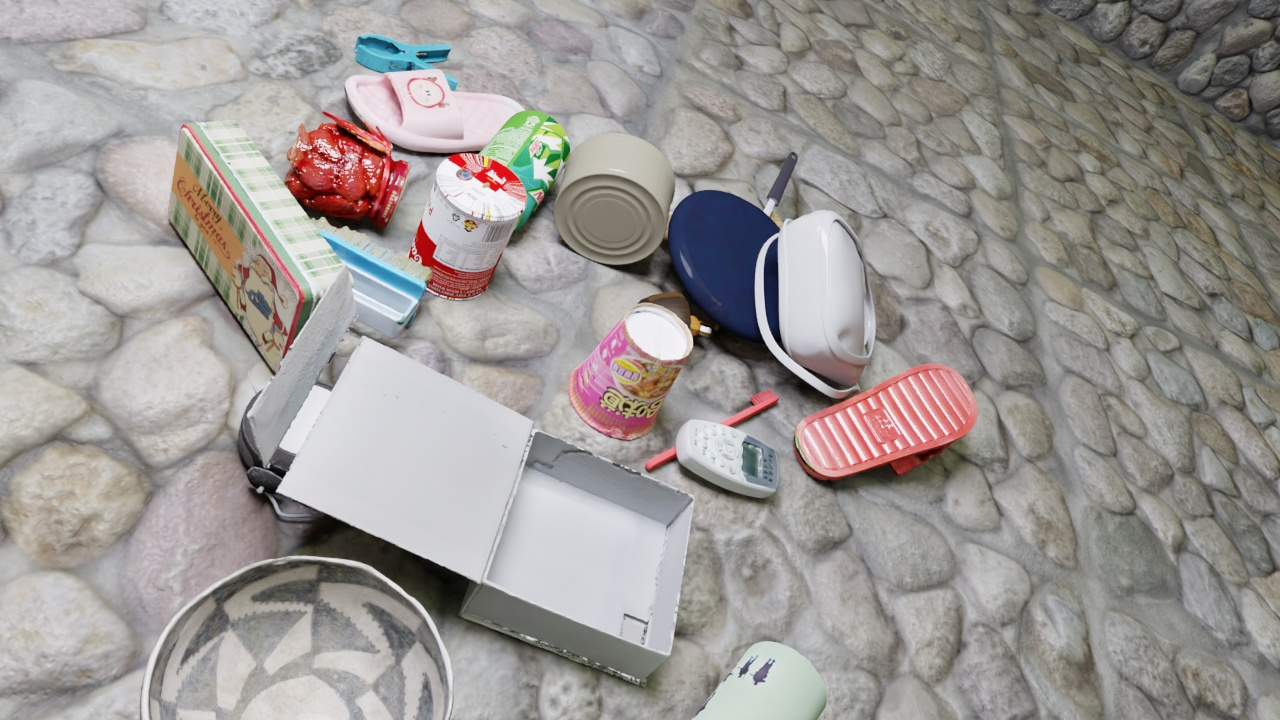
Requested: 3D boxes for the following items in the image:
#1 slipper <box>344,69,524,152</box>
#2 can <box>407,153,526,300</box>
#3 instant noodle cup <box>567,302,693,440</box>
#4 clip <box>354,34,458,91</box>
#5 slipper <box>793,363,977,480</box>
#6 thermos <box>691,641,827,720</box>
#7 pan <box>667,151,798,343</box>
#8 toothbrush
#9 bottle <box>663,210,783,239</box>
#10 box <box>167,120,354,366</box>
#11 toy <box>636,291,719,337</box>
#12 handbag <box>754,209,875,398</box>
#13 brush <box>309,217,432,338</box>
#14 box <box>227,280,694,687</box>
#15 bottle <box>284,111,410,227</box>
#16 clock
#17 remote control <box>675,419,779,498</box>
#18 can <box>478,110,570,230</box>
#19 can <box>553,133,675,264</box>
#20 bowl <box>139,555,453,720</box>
[{"bbox_3d":[-0.223,-0.284,1.046,0.221,0.056,0.106,-3,56,-35],"label":"slipper"},{"bbox_3d":[-0.170,-0.129,0.892,0.086,0.117,0.086,17,45,-18],"label":"can"},{"bbox_3d":[-0.005,0.005,0.879,0.097,0.109,0.097,17,44,-18],"label":"instant noodle cup"},{"bbox_3d":[-0.279,-0.354,1.098,0.119,0.027,0.102,7,47,-28],"label":"clip"},{"bbox_3d":[0.272,0.078,1.024,0.248,0.059,0.103,-19,64,-24],"label":"slipper"},{"bbox_3d":[0.053,0.309,0.668,0.082,0.083,0.230,44,43,11],"label":"thermos"},{"bbox_3d":[0.145,-0.162,1.101,0.198,0.021,0.355,40,46,-12],"label":"pan"},{"bbox_3d":[0.075,0.067,0.944,0.211,0.012,0.018,-22,66,-42],"label":"toothbrush"},{"bbox_3d":[0.098,-0.160,1.129,0.165,0.060,0.059,-1,53,-32],"label":"bottle"},{"bbox_3d":[-0.324,-0.094,0.769,0.050,0.118,0.205,-20,66,-47],"label":"box"},{"bbox_3d":[0.042,-0.041,0.993,0.100,0.062,0.076,12,9,-33],"label":"toy"},{"bbox_3d":[0.222,-0.053,1.056,0.222,0.096,0.215,20,68,-56],"label":"handbag"},{"bbox_3d":[-0.265,-0.078,0.832,0.136,0.056,0.075,28,38,-6],"label":"brush"},{"bbox_3d":[-0.123,0.103,0.725,0.368,0.099,0.165,29,42,-15],"label":"box"},{"bbox_3d":[-0.285,-0.189,0.891,0.111,0.099,0.098,20,44,-22],"label":"bottle"},{"bbox_3d":[-0.263,0.060,0.717,0.091,0.044,0.122,2,52,-31],"label":"clock"},{"bbox_3d":[0.086,0.096,0.902,0.114,0.028,0.060,25,51,-22],"label":"remote control"},{"bbox_3d":[-0.138,-0.206,1.004,0.083,0.083,0.143,29,44,-5],"label":"can"},{"bbox_3d":[-0.028,-0.176,1.015,0.127,0.128,0.073,23,46,-12],"label":"can"},{"bbox_3d":[-0.215,0.218,0.576,0.178,0.081,0.178,17,44,-18],"label":"bowl"}]
